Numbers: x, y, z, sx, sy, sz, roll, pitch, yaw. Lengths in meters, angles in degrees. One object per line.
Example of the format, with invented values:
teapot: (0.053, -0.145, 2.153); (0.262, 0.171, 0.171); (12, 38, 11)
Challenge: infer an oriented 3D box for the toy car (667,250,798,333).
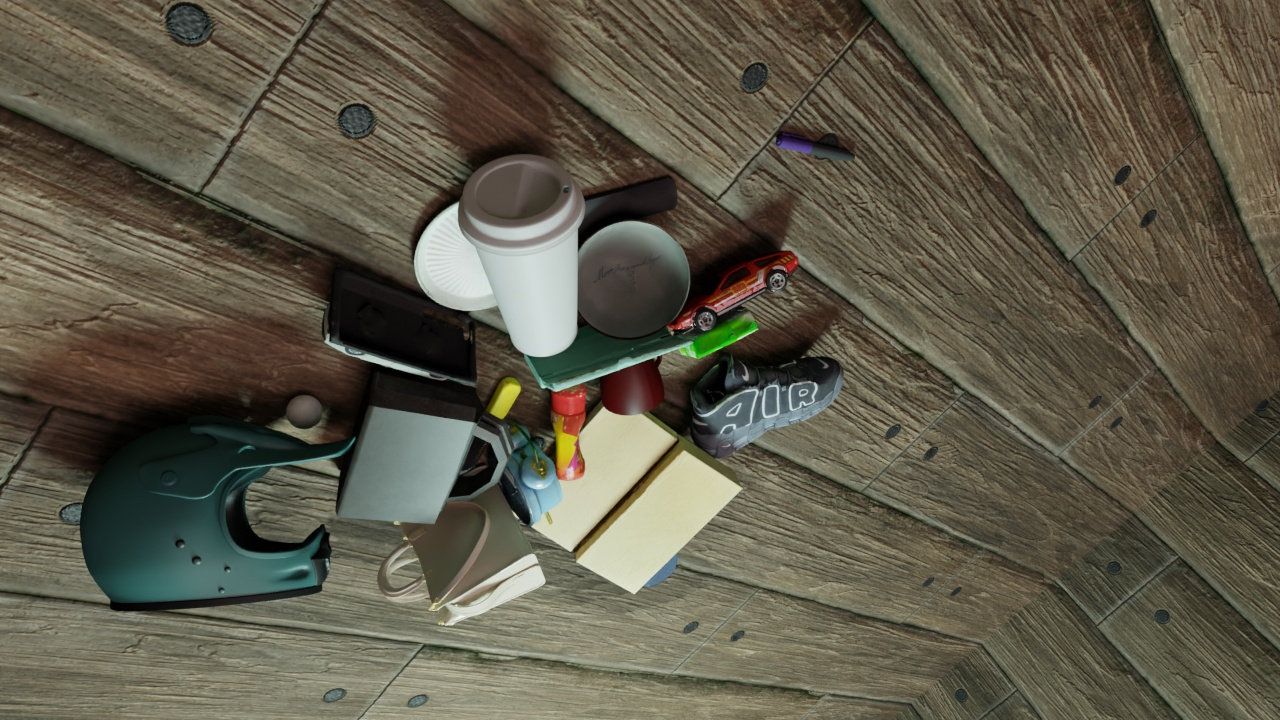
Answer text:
toy car: (0.120, -0.091, 1.224); (0.189, 0.081, 0.056); (-31, 98, -6)

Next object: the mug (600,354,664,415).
mug: (-0.007, 0.007, 1.246); (0.113, 0.087, 0.088); (-38, 132, -39)

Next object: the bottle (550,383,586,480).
bottle: (-0.099, 0.094, 1.256); (0.048, 0.071, 0.134); (1, 113, -1)

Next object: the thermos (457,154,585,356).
thermos: (-0.120, -0.104, 1.012); (0.131, 0.131, 0.222); (-22, 144, -14)

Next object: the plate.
plate: (-0.182, -0.124, 1.050); (0.156, 0.014, 0.157); (-17, 136, -18)

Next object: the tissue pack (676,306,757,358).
tissue pack: (0.102, -0.038, 1.248); (0.099, 0.114, 0.034); (-27, 97, -8)

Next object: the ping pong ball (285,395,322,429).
ping pong ball: (-0.393, 0.060, 1.072); (0.040, 0.040, 0.040); (-17, 136, -18)

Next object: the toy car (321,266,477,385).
toy car: (-0.281, -0.026, 1.043); (0.071, 0.094, 0.191); (-24, 150, 37)

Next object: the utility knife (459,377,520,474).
utility knife: (-0.208, 0.093, 1.234); (0.028, 0.020, 0.173); (13, 120, -38)

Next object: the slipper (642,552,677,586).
slipper: (0.002, 0.241, 1.471); (0.118, 0.060, 0.295); (-21, 125, -15)

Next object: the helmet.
helmet: (-0.458, 0.159, 1.009); (0.274, 0.200, 0.177); (0, 174, -16)

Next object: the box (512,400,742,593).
box: (-0.024, 0.199, 1.364); (0.253, 0.068, 0.247); (38, 105, -17)

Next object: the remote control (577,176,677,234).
remote control: (-0.023, -0.182, 1.091); (0.140, 0.021, 0.045); (-17, 135, -16)

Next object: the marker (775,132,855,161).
marker: (0.225, -0.270, 1.167); (0.133, 0.015, 0.018); (2, 99, -33)

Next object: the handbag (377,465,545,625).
handbag: (-0.255, 0.262, 1.230); (0.197, 0.194, 0.101); (-26, 137, -14)

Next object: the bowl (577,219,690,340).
bowl: (-0.015, -0.105, 1.124); (0.150, 0.056, 0.151); (-2, 113, -6)

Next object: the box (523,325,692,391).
box: (-0.042, -0.009, 1.158); (0.186, 0.138, 0.052); (-19, 123, -16)

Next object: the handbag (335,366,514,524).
handbag: (-0.258, 0.107, 1.151); (0.199, 0.102, 0.198); (14, 122, -21)

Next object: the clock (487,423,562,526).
clock: (-0.158, 0.154, 1.252); (0.060, 0.118, 0.162); (-28, 146, -24)

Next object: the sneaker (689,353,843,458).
sneaker: (0.176, 0.032, 1.365); (0.252, 0.097, 0.151); (-27, 136, 0)
